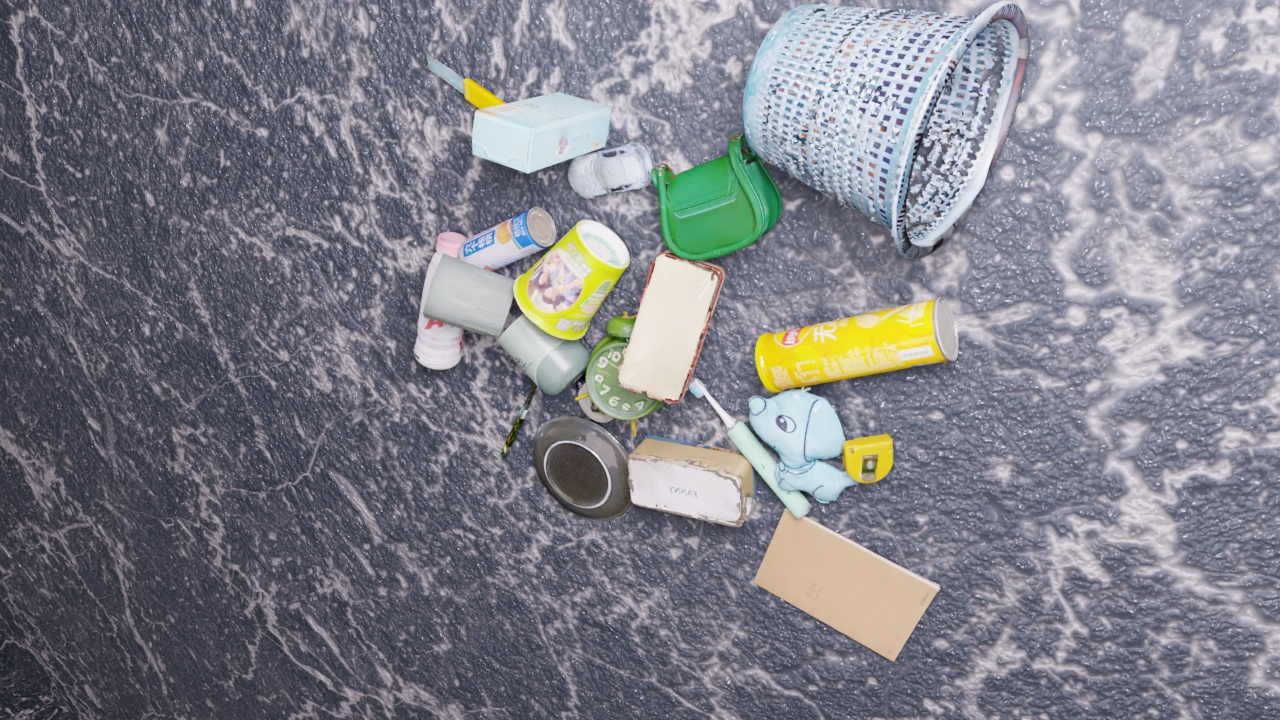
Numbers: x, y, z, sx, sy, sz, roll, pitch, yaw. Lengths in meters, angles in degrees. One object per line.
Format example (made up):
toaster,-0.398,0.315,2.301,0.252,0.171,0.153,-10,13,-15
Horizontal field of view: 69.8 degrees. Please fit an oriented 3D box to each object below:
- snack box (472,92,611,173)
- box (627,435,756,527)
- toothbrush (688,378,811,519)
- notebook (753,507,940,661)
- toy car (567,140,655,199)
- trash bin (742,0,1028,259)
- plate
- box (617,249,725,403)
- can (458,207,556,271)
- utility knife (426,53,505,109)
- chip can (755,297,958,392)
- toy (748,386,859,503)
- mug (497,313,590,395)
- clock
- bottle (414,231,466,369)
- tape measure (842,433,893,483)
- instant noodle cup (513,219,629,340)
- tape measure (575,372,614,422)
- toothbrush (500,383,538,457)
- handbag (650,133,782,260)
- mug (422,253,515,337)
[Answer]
snack box,-0.108,-0.259,1.030,0.074,0.174,0.052,23,121,20
box,0.062,0.159,1.224,0.184,0.061,0.090,11,119,28
toothbrush,0.139,0.110,1.171,0.027,0.026,0.224,-39,92,18
notebook,0.264,0.295,1.206,0.211,0.012,0.150,27,127,16
toy car,-0.037,-0.226,1.094,0.121,0.036,0.054,-4,113,35
trash bin,0.212,-0.233,0.847,0.195,0.225,0.227,29,127,30
plate,-0.088,0.163,1.336,0.180,0.024,0.180,14,121,25
box,0.033,-0.040,1.083,0.091,0.076,0.168,19,102,7
can,-0.176,-0.154,1.203,0.135,0.053,0.053,-17,105,36
utility knife,-0.184,-0.320,1.142,0.215,0.015,0.033,36,128,7
chip can,0.236,-0.015,1.019,0.214,0.071,0.072,-12,108,35
toy,0.200,0.099,1.116,0.161,0.049,0.156,19,120,6
mug,-0.130,-0.009,1.242,0.106,0.082,0.112,47,159,0
clock,-0.007,0.007,1.170,0.116,0.056,0.161,31,108,3
bottle,-0.277,-0.084,1.293,0.068,0.068,0.197,25,122,18
tape measure,0.269,0.118,1.083,0.060,0.028,0.057,-8,114,0
instant noodle cup,-0.078,-0.106,1.143,0.111,0.111,0.124,46,121,2
tape measure,-0.051,0.050,1.249,0.066,0.033,0.066,1,114,32
toothbrush,-0.174,0.082,1.350,0.012,0.017,0.186,13,130,-20
handbag,0.082,-0.179,1.026,0.132,0.067,0.120,-15,105,35
mug,-0.228,-0.076,1.213,0.103,0.083,0.124,18,151,-11
